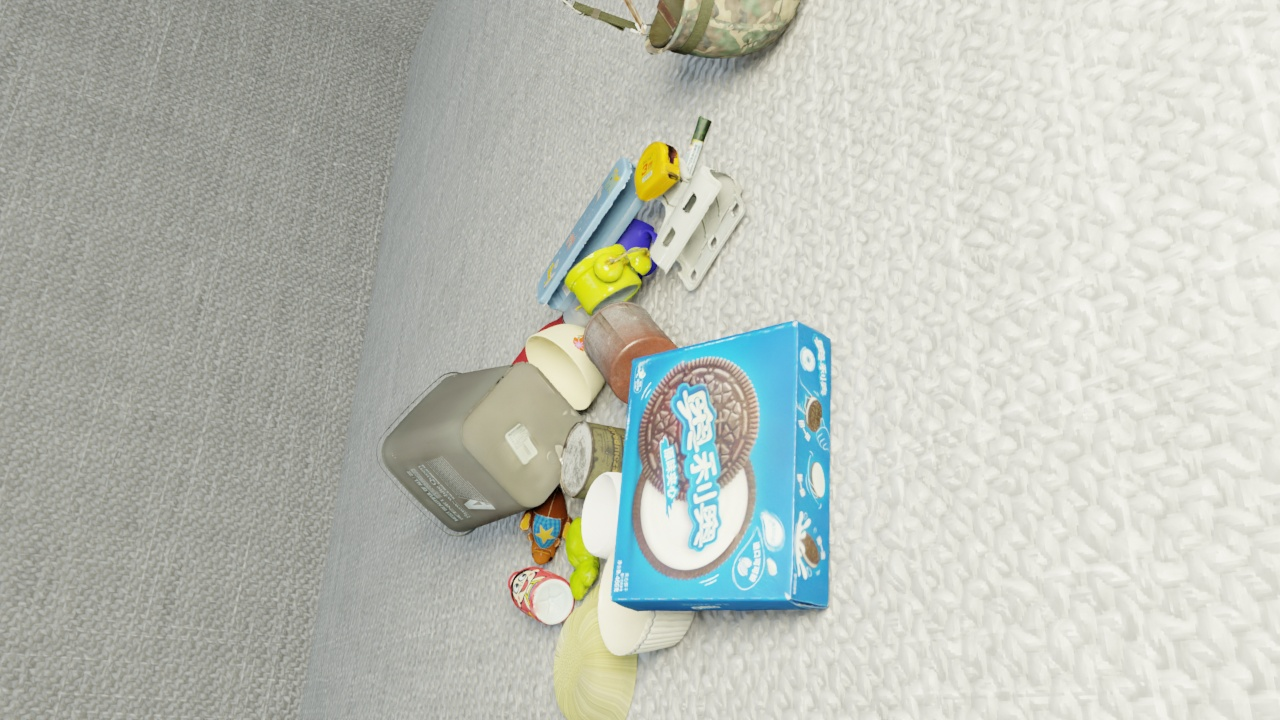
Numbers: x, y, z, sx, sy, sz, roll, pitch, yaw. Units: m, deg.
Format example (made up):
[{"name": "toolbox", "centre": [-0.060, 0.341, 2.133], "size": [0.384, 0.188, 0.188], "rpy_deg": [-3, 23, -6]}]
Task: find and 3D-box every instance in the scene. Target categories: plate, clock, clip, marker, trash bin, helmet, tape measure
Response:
[{"name": "plate", "centre": [-0.064, 0.345, 1.045], "size": [0.185, 0.036, 0.184], "rpy_deg": [-40, 43, 51]}, {"name": "clock", "centre": [-0.036, -0.101, 1.077], "size": [0.119, 0.083, 0.057], "rpy_deg": [-42, 74, 44]}, {"name": "clip", "centre": [0.052, -0.171, 1.036], "size": [0.126, 0.089, 0.150], "rpy_deg": [-54, 43, 33]}, {"name": "marker", "centre": [0.054, -0.224, 1.117], "size": [0.017, 0.017, 0.146], "rpy_deg": [41, 114, 62]}, {"name": "trash bin", "centre": [-0.205, 0.114, 1.250], "size": [0.221, 0.197, 0.196], "rpy_deg": [-18, 27, 53]}, {"name": "helmet", "centre": [0.052, -0.423, 0.969], "size": [0.193, 0.236, 0.224], "rpy_deg": [112, 154, -51]}, {"name": "tape measure", "centre": [0.019, -0.217, 1.044], "size": [0.068, 0.030, 0.058], "rpy_deg": [-32, 47, 51]}]

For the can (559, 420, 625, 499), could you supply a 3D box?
[{"name": "can", "centre": [-0.043, 0.120, 1.075], "size": [0.090, 0.074, 0.089], "rpy_deg": [-38, 46, 54]}]

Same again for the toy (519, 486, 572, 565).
[{"name": "toy", "centre": [-0.123, 0.222, 1.235], "size": [0.102, 0.070, 0.090], "rpy_deg": [-77, -1, -65]}]

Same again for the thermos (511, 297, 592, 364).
[{"name": "thermos", "centre": [-0.128, -0.009, 1.315], "size": [0.241, 0.073, 0.073], "rpy_deg": [-47, 38, 44]}]

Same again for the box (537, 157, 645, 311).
[{"name": "box", "centre": [-0.070, -0.156, 1.123], "size": [0.210, 0.052, 0.067], "rpy_deg": [-51, 46, 23]}]

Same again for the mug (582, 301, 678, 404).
[{"name": "mug", "centre": [-0.006, 0.006, 1.060], "size": [0.110, 0.096, 0.123], "rpy_deg": [-119, 12, -60]}]

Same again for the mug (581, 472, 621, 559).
[{"name": "mug", "centre": [-0.010, 0.165, 0.991], "size": [0.116, 0.068, 0.094], "rpy_deg": [-53, 34, 40]}]

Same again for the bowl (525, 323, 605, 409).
[{"name": "bowl", "centre": [-0.084, -0.004, 1.208], "size": [0.073, 0.118, 0.118], "rpy_deg": [-40, 8, -30]}]

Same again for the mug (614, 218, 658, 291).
[{"name": "mug", "centre": [-0.019, -0.136, 1.163], "size": [0.111, 0.079, 0.083], "rpy_deg": [13, 89, 42]}]

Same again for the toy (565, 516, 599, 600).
[{"name": "toy", "centre": [-0.069, 0.236, 1.115], "size": [0.094, 0.036, 0.093], "rpy_deg": [-62, 32, 35]}]

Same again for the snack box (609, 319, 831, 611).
[{"name": "snack box", "centre": [0.070, 0.098, 0.811], "size": [0.196, 0.056, 0.238], "rpy_deg": [-14, 63, 41]}]

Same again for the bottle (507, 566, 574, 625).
[{"name": "bottle", "centre": [-0.137, 0.299, 1.190], "size": [0.138, 0.062, 0.062], "rpy_deg": [-6, 72, 62]}]

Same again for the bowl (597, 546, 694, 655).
[{"name": "bowl", "centre": [0.010, 0.238, 0.919], "size": [0.116, 0.062, 0.115], "rpy_deg": [-40, 43, 51]}]
